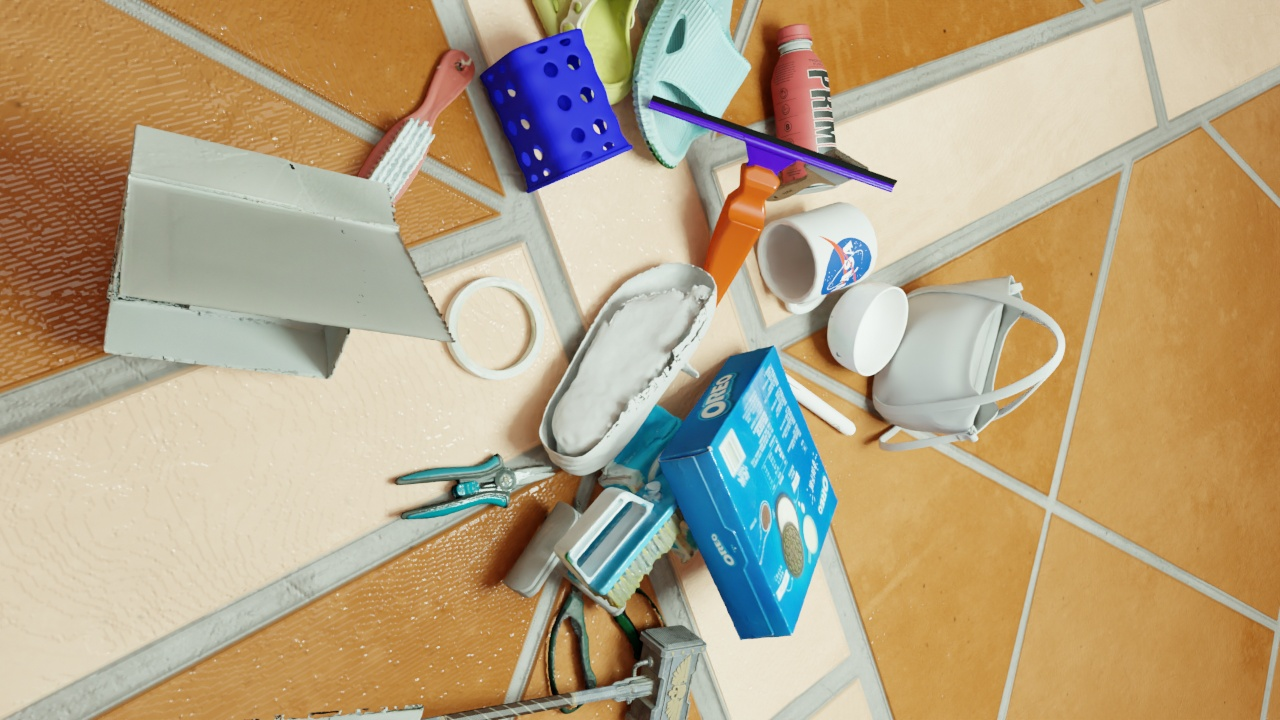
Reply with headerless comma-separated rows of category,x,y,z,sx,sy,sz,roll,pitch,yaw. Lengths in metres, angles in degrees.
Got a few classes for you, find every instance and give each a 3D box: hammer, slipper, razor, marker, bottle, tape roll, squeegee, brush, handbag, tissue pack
hammer,-0.084,0.303,0.809,0.321,0.044,0.098,4,100,-36
slipper,0.061,-0.324,0.907,0.116,0.070,0.275,32,68,-51
razor,-0.056,0.198,0.840,0.116,0.047,0.088,44,70,-27
marker,0.197,0.049,1.028,0.133,0.020,0.017,34,68,-27
slipper,-0.047,-0.334,0.848,0.091,0.082,0.190,-23,104,-28
bottle,0.176,-0.272,0.996,0.062,0.062,0.176,-10,95,-32
tape roll,-0.131,-0.029,0.827,0.093,0.013,0.093,1,89,-33
squeegee,0.099,-0.137,0.915,0.249,0.055,0.185,17,114,-9
brush,-0.009,0.143,0.809,0.135,0.055,0.075,-47,121,-23
handbag,0.368,0.009,1.017,0.095,0.223,0.215,26,75,-28
brush,0.172,-0.184,0.943,0.045,0.143,0.008,23,74,-21
slipper,-0.005,0.005,0.872,0.112,0.075,0.246,32,67,6
brush,-0.187,-0.201,0.786,0.041,0.030,0.172,36,70,-27
tissue pack,0.028,0.120,0.896,0.144,0.062,0.092,50,66,-21

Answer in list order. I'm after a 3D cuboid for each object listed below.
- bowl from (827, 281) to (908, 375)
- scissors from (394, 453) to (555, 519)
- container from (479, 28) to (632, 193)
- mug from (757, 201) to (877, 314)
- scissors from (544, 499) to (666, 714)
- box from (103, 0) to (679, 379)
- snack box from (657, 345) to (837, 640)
bowl,0.249,-0.040,1.032,0.104,0.054,0.105,-23,125,-38
scissors,-0.146,0.116,0.811,0.129,0.019,0.138,42,61,-18
container,-0.076,-0.223,0.824,0.084,0.085,0.113,-30,103,-29
mug,0.187,-0.104,0.993,0.090,0.091,0.121,-20,135,-31
scissors,-0.061,0.238,0.867,0.154,0.015,0.209,-40,108,-24
box,-0.187,-0.082,0.505,0.166,0.508,0.148,8,80,-31
snack box,0.115,0.118,0.891,0.195,0.056,0.238,66,29,-14
